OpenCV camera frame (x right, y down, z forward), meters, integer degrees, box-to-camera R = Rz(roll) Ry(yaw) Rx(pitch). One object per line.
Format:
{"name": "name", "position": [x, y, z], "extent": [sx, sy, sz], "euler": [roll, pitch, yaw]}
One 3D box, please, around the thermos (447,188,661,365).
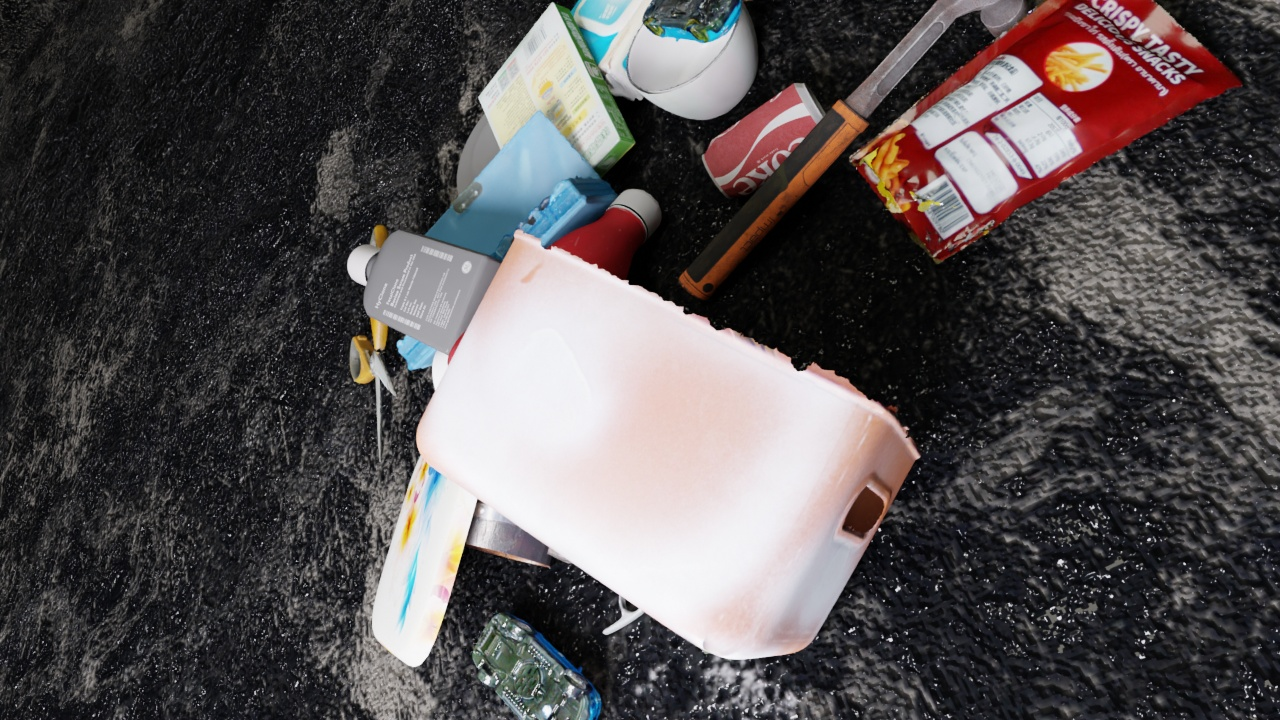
{"name": "thermos", "position": [-0.055, -0.059, 0.733], "extent": [0.073, 0.073, 0.239], "euler": [4, 44, 39]}

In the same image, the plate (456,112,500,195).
{"name": "plate", "position": [-0.131, -0.232, 0.967], "extent": [0.179, 0.012, 0.178], "euler": [-18, 58, 30]}

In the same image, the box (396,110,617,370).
{"name": "box", "position": [-0.144, -0.107, 0.819], "extent": [0.232, 0.094, 0.112], "euler": [-41, 88, 22]}

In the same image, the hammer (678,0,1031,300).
{"name": "hammer", "position": [0.133, -0.169, 0.670], "extent": [0.315, 0.137, 0.035], "euler": [-47, 45, 19]}

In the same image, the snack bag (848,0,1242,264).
{"name": "snack bag", "position": [0.251, -0.164, 0.604], "extent": [0.208, 0.066, 0.138], "euler": [-38, 55, 14]}

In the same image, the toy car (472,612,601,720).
{"name": "toy car", "position": [-0.072, 0.228, 0.660], "extent": [0.120, 0.043, 0.056], "euler": [29, 86, 45]}

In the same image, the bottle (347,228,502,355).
{"name": "bottle", "position": [-0.185, -0.062, 0.771], "extent": [0.174, 0.046, 0.083], "euler": [21, 90, 37]}

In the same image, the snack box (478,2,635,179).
{"name": "snack box", "position": [-0.084, -0.230, 0.870], "extent": [0.132, 0.027, 0.168], "euler": [-39, 65, 35]}

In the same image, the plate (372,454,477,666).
{"name": "plate", "position": [-0.177, 0.145, 0.746], "extent": [0.187, 0.016, 0.186], "euler": [-16, 57, 62]}

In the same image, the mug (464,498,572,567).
{"name": "mug", "position": [-0.076, 0.102, 0.711], "extent": [0.116, 0.080, 0.107], "euler": [7, 73, 24]}

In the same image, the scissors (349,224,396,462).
{"name": "scissors", "position": [-0.254, -0.021, 0.880], "extent": [0.225, 0.016, 0.229], "euler": [27, 112, 61]}

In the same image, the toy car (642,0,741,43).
{"name": "toy car", "position": [0.044, -0.285, 0.754], "extent": [0.105, 0.032, 0.048], "euler": [30, 87, 48]}

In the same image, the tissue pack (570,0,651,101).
{"name": "tissue pack", "position": [0.004, -0.351, 0.891], "extent": [0.117, 0.066, 0.209], "euler": [34, 89, 42]}

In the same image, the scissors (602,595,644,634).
{"name": "scissors", "position": [0.022, 0.126, 0.661], "extent": [0.147, 0.014, 0.141], "euler": [-28, 56, 24]}

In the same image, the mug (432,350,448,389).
{"name": "mug", "position": [-0.122, 0.017, 0.771], "extent": [0.088, 0.081, 0.114], "euler": [-19, 18, 22]}

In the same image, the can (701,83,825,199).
{"name": "can", "position": [0.100, -0.173, 0.729], "extent": [0.097, 0.054, 0.054], "euler": [-31, 52, 21]}

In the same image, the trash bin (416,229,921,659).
{"name": "trash bin", "position": [0.015, 0.055, 0.564], "extent": [0.260, 0.181, 0.157], "euler": [26, 87, 27]}

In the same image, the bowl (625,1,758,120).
{"name": "bowl", "position": [0.052, -0.264, 0.805], "extent": [0.117, 0.065, 0.116], "euler": [-18, 57, 30]}
